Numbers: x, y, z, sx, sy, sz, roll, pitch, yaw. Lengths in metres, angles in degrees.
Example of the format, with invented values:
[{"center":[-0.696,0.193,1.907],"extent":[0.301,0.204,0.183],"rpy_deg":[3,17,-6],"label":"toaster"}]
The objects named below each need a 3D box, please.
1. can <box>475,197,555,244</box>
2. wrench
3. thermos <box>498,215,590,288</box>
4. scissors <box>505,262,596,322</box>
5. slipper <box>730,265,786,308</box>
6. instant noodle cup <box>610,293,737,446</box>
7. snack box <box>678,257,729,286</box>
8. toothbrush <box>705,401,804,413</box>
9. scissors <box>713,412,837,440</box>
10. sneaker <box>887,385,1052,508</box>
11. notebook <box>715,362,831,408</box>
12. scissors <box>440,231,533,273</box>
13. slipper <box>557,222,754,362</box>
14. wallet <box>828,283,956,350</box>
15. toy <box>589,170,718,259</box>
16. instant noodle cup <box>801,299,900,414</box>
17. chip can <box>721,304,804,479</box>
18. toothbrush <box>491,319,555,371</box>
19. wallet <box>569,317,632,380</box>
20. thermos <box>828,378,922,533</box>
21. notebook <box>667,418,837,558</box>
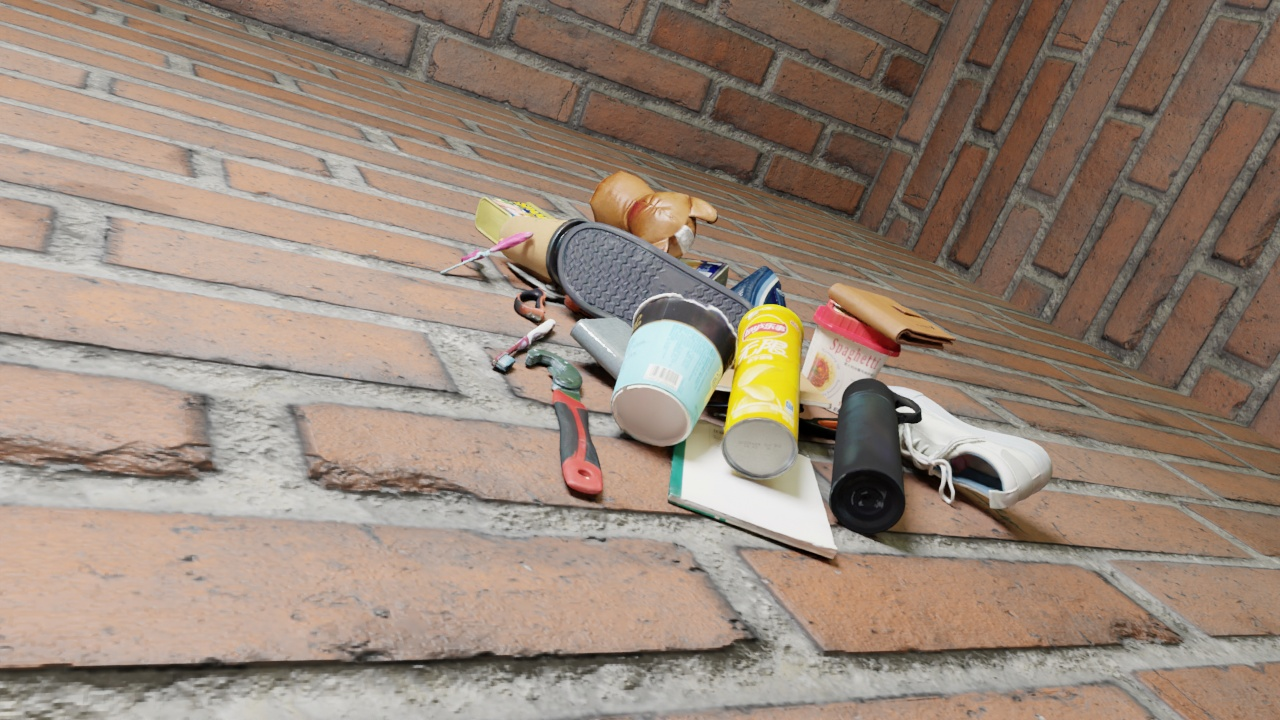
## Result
[{"center":[-0.186,-0.201,1.362],"extent":[0.083,0.057,0.102],"rpy_deg":[1,27,-43],"label":"can"},{"center":[-0.066,0.049,0.836],"extent":[0.056,0.016,0.273],"rpy_deg":[16,19,-19],"label":"wrench"},{"center":[-0.118,-0.149,1.205],"extent":[0.143,0.093,0.092],"rpy_deg":[22,14,40],"label":"thermos"},{"center":[-0.112,-0.080,1.164],"extent":[0.223,0.015,0.188],"rpy_deg":[31,20,30],"label":"scissors"},{"center":[0.151,-0.059,1.290],"extent":[0.095,0.105,0.252],"rpy_deg":[50,25,-5],"label":"slipper"},{"center":[0.026,0.016,0.873],"extent":[0.111,0.111,0.120],"rpy_deg":[23,46,3],"label":"instant noodle cup"},{"center":[0.024,-0.119,1.310],"extent":[0.182,0.046,0.177],"rpy_deg":[8,15,11],"label":"snack box"},{"center":[0.105,0.045,0.971],"extent":[0.189,0.018,0.014],"rpy_deg":[4,13,-34],"label":"toothbrush"},{"center":[0.157,0.064,1.038],"extent":[0.220,0.022,0.232],"rpy_deg":[13,17,-25],"label":"scissors"},{"center":[0.335,0.104,1.050],"extent":[0.090,0.090,0.242],"rpy_deg":[-28,33,-29],"label":"sneaker"},{"center":[0.131,0.020,1.069],"extent":[0.148,0.008,0.207],"rpy_deg":[10,9,-1],"label":"notebook"},{"center":[-0.196,-0.134,1.146],"extent":[0.133,0.017,0.135],"rpy_deg":[-30,16,-32],"label":"scissors"},{"center":[0.019,-0.073,1.135],"extent":[0.268,0.110,0.083],"rpy_deg":[26,-5,3],"label":"slipper"},{"center":[0.311,-0.053,1.141],"extent":[0.107,0.031,0.132],"rpy_deg":[8,24,-33],"label":"wallet"},{"center":[0.014,-0.193,1.306],"extent":[0.200,0.140,0.130],"rpy_deg":[26,-17,51],"label":"toy"},{"center":[0.264,-0.002,1.190],"extent":[0.116,0.124,0.116],"rpy_deg":[26,19,9],"label":"instant noodle cup"},{"center":[0.125,0.025,0.910],"extent":[0.072,0.072,0.212],"rpy_deg":[21,34,-3],"label":"chip can"},{"center":[-0.118,-0.018,0.974],"extent":[0.017,0.016,0.187],"rpy_deg":[31,19,3],"label":"toothbrush"},{"center":[-0.006,0.006,0.990],"extent":[0.130,0.037,0.106],"rpy_deg":[43,21,17],"label":"wallet"},{"center":[0.244,0.085,0.942],"extent":[0.090,0.068,0.241],"rpy_deg":[-7,19,18],"label":"thermos"},{"center":[0.101,0.109,0.862],"extent":[0.150,0.012,0.208],"rpy_deg":[20,17,-1],"label":"notebook"}]
